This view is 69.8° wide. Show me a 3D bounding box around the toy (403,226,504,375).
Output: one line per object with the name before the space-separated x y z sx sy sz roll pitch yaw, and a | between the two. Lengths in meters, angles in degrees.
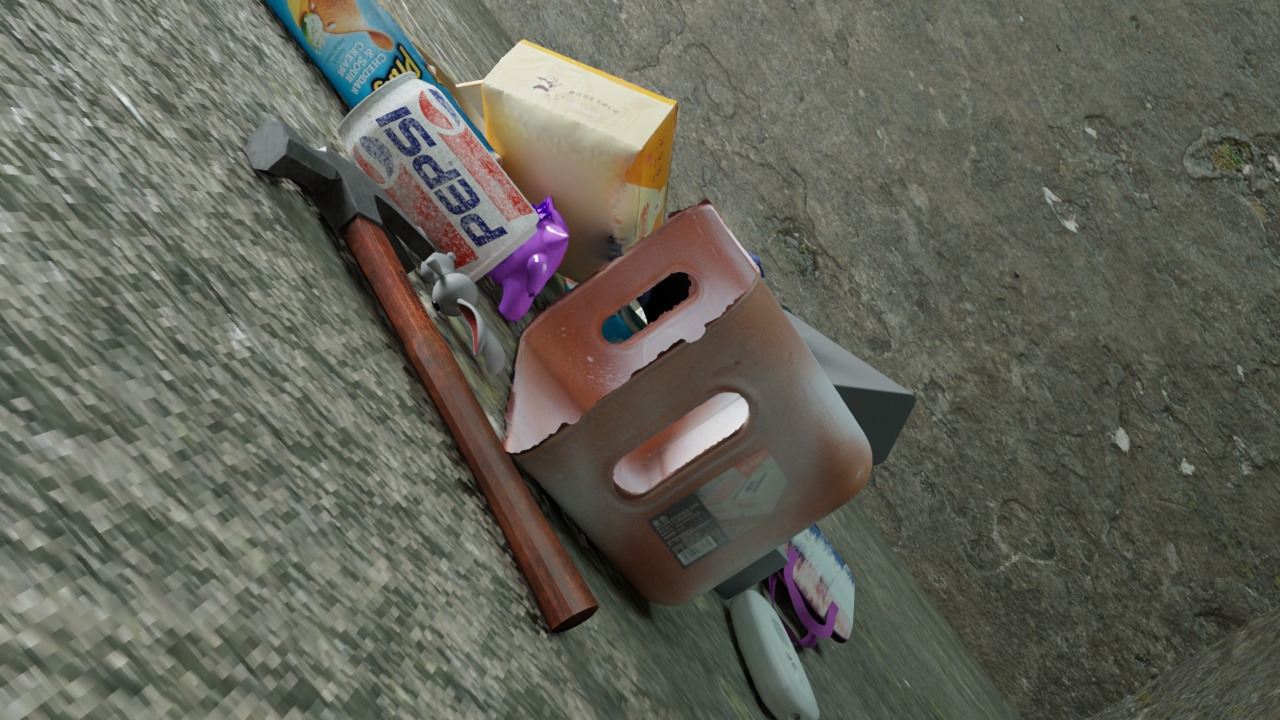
toy | -0.120 -0.042 0.589 0.111 0.030 0.049 52 -7 25

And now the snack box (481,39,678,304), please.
snack box | -0.055 -0.147 0.779 0.145 0.080 0.196 26 -31 12

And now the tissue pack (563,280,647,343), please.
tissue pack | -0.005 0.005 0.883 0.209 0.066 0.117 48 9 -21

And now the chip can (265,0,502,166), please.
chip can | -0.203 -0.224 0.712 0.229 0.080 0.079 53 9 -5

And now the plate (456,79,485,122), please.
plate | -0.115 -0.231 0.971 0.187 0.016 0.187 6 -28 40

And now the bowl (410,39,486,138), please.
bowl | -0.187 -0.218 0.835 0.152 0.050 0.152 51 9 -13

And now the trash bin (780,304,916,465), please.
trash bin | 0.153 0.016 1.004 0.191 0.098 0.220 7 23 -39

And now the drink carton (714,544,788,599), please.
drink carton | 0.076 0.133 0.783 0.048 0.076 0.124 49 14 -25

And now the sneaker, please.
sneaker | 0.072 -0.060 0.875 0.118 0.091 0.233 10 13 -14

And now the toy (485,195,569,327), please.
toy | -0.090 -0.085 0.718 0.056 0.088 0.106 38 16 -35

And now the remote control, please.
remote control | 0.098 0.223 0.693 0.060 0.028 0.114 48 11 -31

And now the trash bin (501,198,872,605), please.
trash bin | 0.028 0.020 0.633 0.157 0.182 0.259 52 9 -20

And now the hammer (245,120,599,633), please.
hammer | -0.106 0.006 0.485 0.300 0.028 0.111 57 11 20

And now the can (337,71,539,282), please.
can | -0.139 -0.125 0.642 0.136 0.078 0.078 52 10 -11

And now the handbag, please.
handbag | 0.161 0.230 0.916 0.144 0.068 0.169 53 16 2

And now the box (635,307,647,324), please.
box | 0.083 0.010 1.251 0.221 0.082 0.124 50 9 -11

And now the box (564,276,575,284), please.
box | -0.035 -0.058 1.014 0.186 0.057 0.060 60 -30 31
